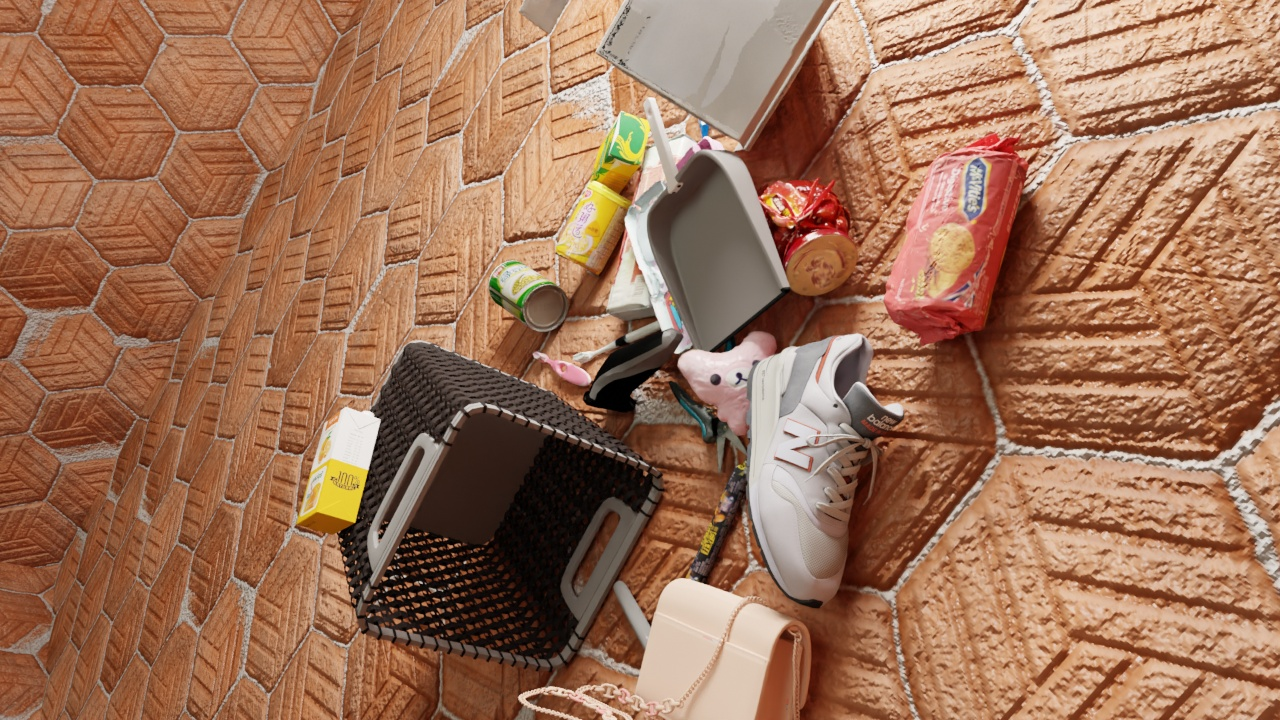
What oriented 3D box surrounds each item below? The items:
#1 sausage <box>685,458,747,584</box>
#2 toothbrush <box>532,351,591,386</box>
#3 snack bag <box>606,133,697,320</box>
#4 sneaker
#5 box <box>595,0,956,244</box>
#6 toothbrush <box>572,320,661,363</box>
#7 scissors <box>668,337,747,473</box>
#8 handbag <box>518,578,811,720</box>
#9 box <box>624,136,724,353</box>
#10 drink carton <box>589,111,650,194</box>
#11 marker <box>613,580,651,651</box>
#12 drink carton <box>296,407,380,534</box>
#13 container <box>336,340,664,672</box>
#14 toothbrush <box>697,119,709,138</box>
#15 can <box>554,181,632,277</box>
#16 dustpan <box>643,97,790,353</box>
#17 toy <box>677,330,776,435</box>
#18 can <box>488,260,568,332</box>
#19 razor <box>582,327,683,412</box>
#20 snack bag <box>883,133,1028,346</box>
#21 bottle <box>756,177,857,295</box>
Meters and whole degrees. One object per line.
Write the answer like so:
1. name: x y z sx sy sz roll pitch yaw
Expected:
1. sausage: 0.071 0.165 0.864 0.020 0.020 0.155 23 90 53
2. toothbrush: -0.100 0.009 1.159 0.135 0.016 0.021 23 90 53
3. snack bag: 0.015 -0.158 1.092 0.078 0.041 0.225 -5 66 49
4. sneaker: 0.156 0.072 0.754 0.125 0.088 0.239 -36 43 37
5. box: 0.172 -0.277 0.968 0.167 0.445 0.165 -57 45 11
6. toothbrush: -0.015 -0.026 1.074 0.187 0.017 0.012 -22 75 42
7. scissors: 0.068 0.045 0.933 0.118 0.019 0.148 -15 62 45
8. handbag: 0.030 0.241 0.732 0.199 0.187 0.116 3 80 56
9. box: 0.061 -0.123 0.989 0.154 0.041 0.201 -42 55 40
10. drink carton: -0.028 -0.258 1.160 0.123 0.041 0.058 150 135 -71
11. marker: 0.005 0.263 0.897 0.022 0.016 0.138 -31 40 -5
12. drink carton: -0.312 0.112 0.954 0.059 0.040 0.122 -29 46 46
13. container: -0.171 0.143 0.990 0.247 0.245 0.244 -62 34 5
14. toothbrush: 0.076 -0.290 1.104 0.017 0.021 0.134 95 175 -62
15. can: -0.058 -0.166 1.160 0.068 0.067 0.105 37 100 52
16. dustpan: 0.053 -0.148 0.908 0.164 0.033 0.257 -42 59 56
17. toy: 0.094 0.025 0.877 0.053 0.099 0.095 100 153 -72
18. can: -0.152 -0.088 1.231 0.121 0.067 0.067 33 97 52
19. razor: -0.006 0.006 0.996 0.060 0.057 0.157 50 136 10
20. snack bag: 0.253 -0.098 0.740 0.082 0.082 0.176 7 75 52
21. bottle: 0.149 -0.126 0.865 0.099 0.099 0.111 -46 39 24
